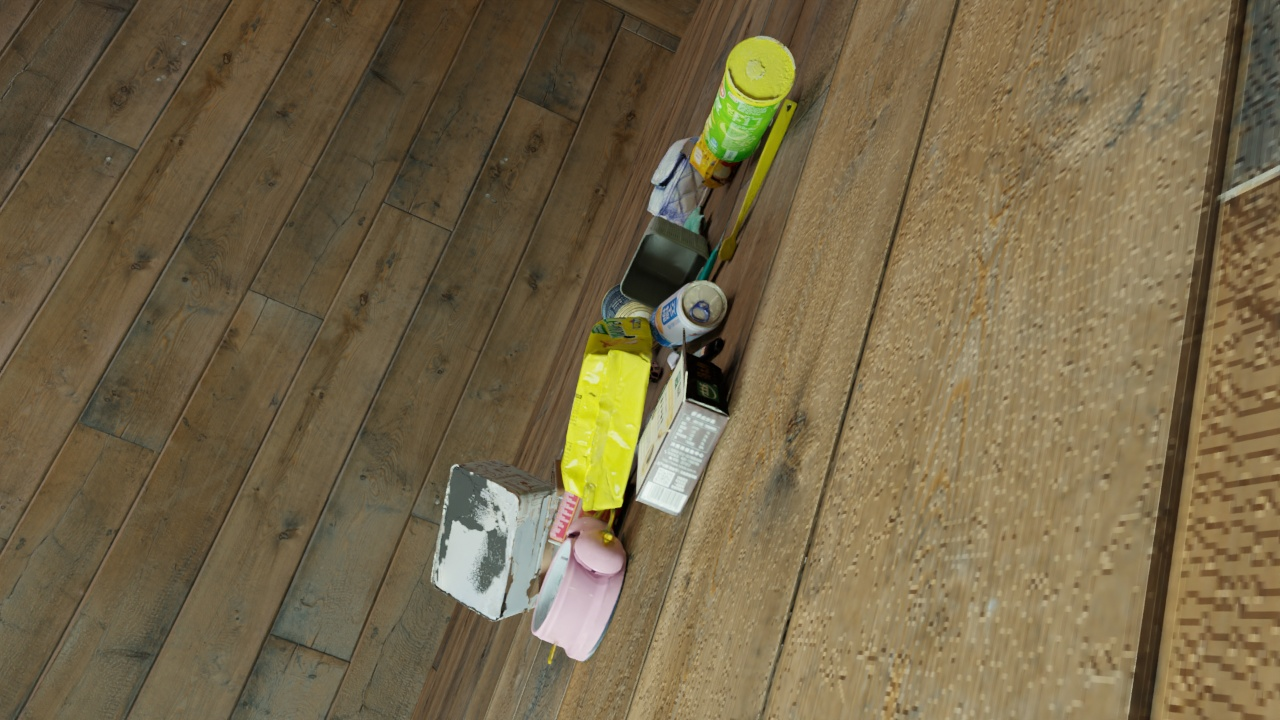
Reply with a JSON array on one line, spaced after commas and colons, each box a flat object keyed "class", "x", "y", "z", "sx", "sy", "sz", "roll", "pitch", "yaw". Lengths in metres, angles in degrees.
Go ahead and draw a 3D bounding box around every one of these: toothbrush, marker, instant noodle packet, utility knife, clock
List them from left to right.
[{"class": "clock", "x": -0.056, "y": 0.217, "z": 0.917, "sx": 0.158, "sy": 0.060, "sz": 0.117, "roll": -65, "pitch": 9, "yaw": 0}, {"class": "toothbrush", "x": 0.007, "y": 0.075, "z": 1.034, "sx": 0.021, "sy": 0.029, "sz": 0.189, "roll": 38, "pitch": 110, "yaw": 42}, {"class": "marker", "x": 0.058, "y": 0.000, "z": 0.939, "sx": 0.124, "sy": 0.015, "sz": 0.018, "roll": 139, "pitch": 151, "yaw": -66}, {"class": "utility knife", "x": 0.071, "y": -0.094, "z": 1.063, "sx": 0.029, "sy": 0.013, "sz": 0.208, "roll": -66, "pitch": 0, "yaw": -61}, {"class": "instant noodle packet", "x": 0.111, "y": -0.296, "z": 1.240, "sx": 0.111, "sy": 0.044, "sz": 0.128, "roll": -57, "pitch": 21, "yaw": 21}, {"class": "toothbrush", "x": 0.128, "y": -0.197, "z": 1.011, "sx": 0.016, "sy": 0.015, "sz": 0.190, "roll": -114, "pitch": 48, "yaw": -87}]

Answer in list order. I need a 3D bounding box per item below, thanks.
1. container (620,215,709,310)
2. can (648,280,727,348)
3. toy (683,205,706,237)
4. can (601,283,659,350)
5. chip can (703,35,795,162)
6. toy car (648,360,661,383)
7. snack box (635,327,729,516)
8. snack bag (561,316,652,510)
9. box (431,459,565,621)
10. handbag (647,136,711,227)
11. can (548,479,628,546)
[{"class": "container", "x": 0.033, "y": -0.123, "z": 1.158, "sx": 0.114, "sy": 0.090, "sz": 0.090, "roll": -80, "pitch": 15, "yaw": -66}, {"class": "can", "x": 0.049, "y": -0.048, "z": 0.975, "sx": 0.135, "sy": 0.053, "sz": 0.053, "roll": 150, "pitch": 142, "yaw": -76}, {"class": "toy", "x": 0.067, "y": -0.165, "z": 1.254, "sx": 0.096, "sy": 0.030, "sz": 0.092, "roll": -99, "pitch": 31, "yaw": -63}, {"class": "can", "x": -0.009, "y": -0.059, "z": 1.248, "sx": 0.075, "sy": 0.075, "sz": 0.111, "roll": -65, "pitch": 16, "yaw": 12}, {"class": "chip can", "x": 0.117, "y": -0.285, "z": 1.029, "sx": 0.221, "sy": 0.072, "sz": 0.072, "roll": 122, "pitch": 170, "yaw": -85}, {"class": "toy car", "x": -0.007, "y": 0.007, "z": 1.174, "sx": 0.122, "sy": 0.056, "sz": 0.037, "roll": 169, "pitch": 117, "yaw": -79}, {"class": "snack box", "x": 0.036, "y": 0.051, "z": 0.801, "sx": 0.113, "sy": 0.053, "sz": 0.126, "roll": -86, "pitch": 21, "yaw": -68}, {"class": "snack bag", "x": -0.033, "y": 0.041, "z": 0.951, "sx": 0.246, "sy": 0.068, "sz": 0.158, "roll": -86, "pitch": 7, "yaw": -79}, {"class": "box", "x": -0.149, "y": 0.225, "z": 1.211, "sx": 0.177, "sy": 0.153, "sz": 0.182, "roll": -2, "pitch": -73, "yaw": -56}, {"class": "handbag", "x": 0.063, "y": -0.278, "z": 1.411, "sx": 0.134, "sy": 0.075, "sz": 0.194, "roll": -64, "pitch": 10, "yaw": 8}, {"class": "can", "x": -0.056, "y": 0.165, "z": 1.013, "sx": 0.067, "sy": 0.066, "sz": 0.093, "roll": 151, "pitch": 139, "yaw": -76}]
